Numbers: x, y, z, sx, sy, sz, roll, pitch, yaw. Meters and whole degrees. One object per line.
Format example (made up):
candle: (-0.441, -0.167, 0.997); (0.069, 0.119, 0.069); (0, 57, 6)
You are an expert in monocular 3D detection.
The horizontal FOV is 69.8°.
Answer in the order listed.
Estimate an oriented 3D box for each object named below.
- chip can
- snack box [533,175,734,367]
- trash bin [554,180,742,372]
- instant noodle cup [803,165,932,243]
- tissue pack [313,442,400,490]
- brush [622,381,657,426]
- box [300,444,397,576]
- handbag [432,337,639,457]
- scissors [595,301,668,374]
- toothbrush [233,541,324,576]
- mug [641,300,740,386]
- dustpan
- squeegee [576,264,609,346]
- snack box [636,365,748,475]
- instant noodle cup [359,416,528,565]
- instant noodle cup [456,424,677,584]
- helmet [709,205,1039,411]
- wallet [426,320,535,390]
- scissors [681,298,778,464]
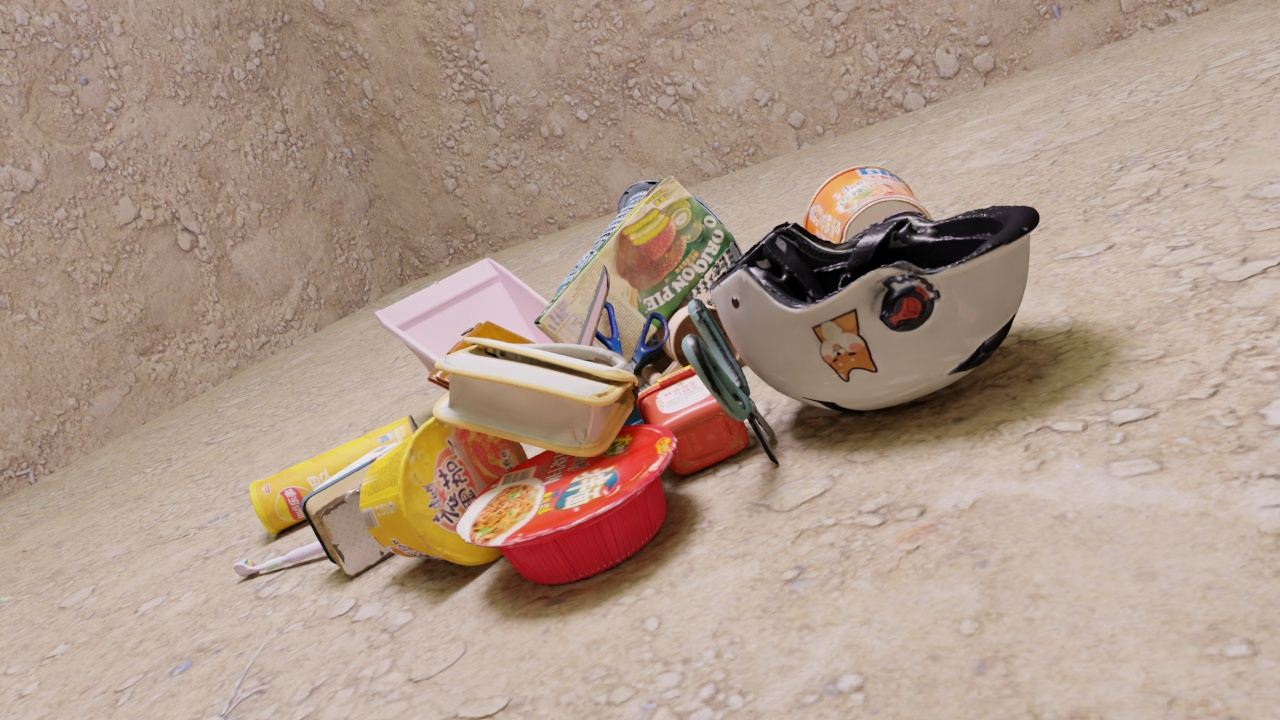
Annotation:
chip can: (-0.375, 0.143, 1.157); (0.213, 0.072, 0.072); (-23, 15, -9)
snack box: (-0.008, -0.096, 1.100); (0.240, 0.114, 0.063); (-50, 11, -7)
trash bin: (-0.001, -0.095, 1.238); (0.194, 0.226, 0.227); (-45, 24, -27)
instant noodle cup: (0.287, -0.154, 1.128); (0.151, 0.151, 0.111); (-21, 23, 4)
tissue pack: (-0.298, 0.144, 1.055); (0.090, 0.063, 0.139); (-13, 16, 38)
brush: (0.014, 0.056, 0.931); (0.144, 0.055, 0.073); (-23, 13, -5)
box: (-0.256, 0.145, 0.943); (0.184, 0.090, 0.059); (-27, 22, -24)
handbag: (-0.084, 0.011, 0.838); (0.163, 0.063, 0.178); (13, 23, 12)
scissors: (-0.021, -0.001, 1.021); (0.165, 0.157, 0.012); (-42, -11, -35)
toothbrush: (-0.365, 0.206, 1.002); (0.189, 0.021, 0.029); (-19, -26, 20)
mug: (0.055, -0.013, 1.098); (0.124, 0.084, 0.103); (-47, 14, 1)
dustpan: (-0.211, -0.047, 1.339); (0.221, 0.273, 0.139); (-37, -5, -35)
squeegee: (-0.077, 0.070, 0.956); (0.040, 0.248, 0.248); (19, 43, -4)
snack box: (0.050, 0.054, 0.845); (0.091, 0.082, 0.080); (-25, 24, 2)
instant noodle cup: (-0.185, 0.124, 0.850); (0.110, 0.138, 0.137); (-19, 12, 46)
instant noodle cup: (-0.051, 0.124, 0.767); (0.194, 0.066, 0.193); (-20, 15, 5)
helmet: (0.203, -0.038, 0.800); (0.274, 0.157, 0.229); (-5, 18, 18)
wallet: (-0.217, 0.000, 1.254); (0.119, 0.035, 0.130); (22, 45, 14)
scissors: (0.070, 0.003, 0.792); (0.019, 0.170, 0.179); (-32, 45, 13)
